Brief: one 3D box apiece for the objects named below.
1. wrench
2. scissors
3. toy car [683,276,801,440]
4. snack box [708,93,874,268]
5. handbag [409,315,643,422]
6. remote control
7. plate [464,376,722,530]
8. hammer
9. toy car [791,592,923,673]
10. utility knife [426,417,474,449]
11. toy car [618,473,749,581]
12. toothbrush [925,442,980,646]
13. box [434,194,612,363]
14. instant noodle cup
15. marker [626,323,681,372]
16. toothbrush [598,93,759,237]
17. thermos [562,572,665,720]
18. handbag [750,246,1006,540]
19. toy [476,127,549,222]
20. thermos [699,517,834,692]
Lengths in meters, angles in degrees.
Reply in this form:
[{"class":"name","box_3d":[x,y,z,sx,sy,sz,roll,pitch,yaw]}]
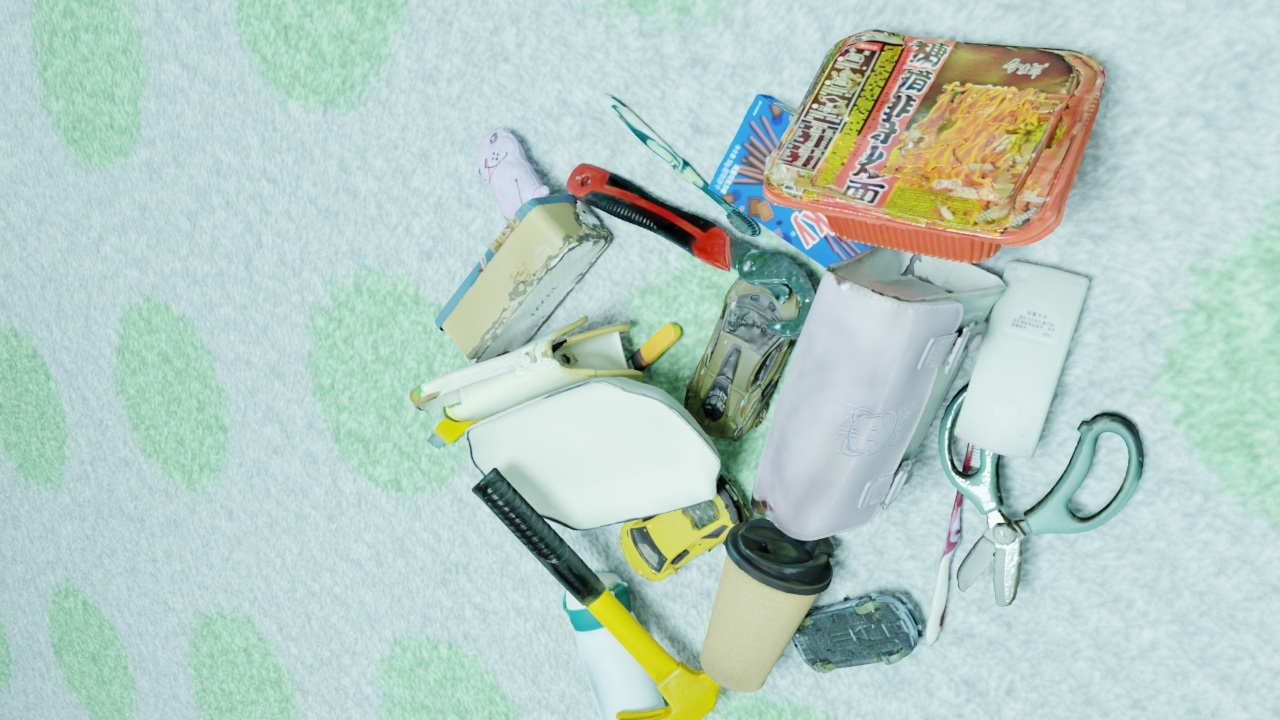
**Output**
[{"class":"wrench","box_3d":[0.038,-0.103,0.769,0.273,0.016,0.056,36,92,28]},{"class":"scissors","box_3d":[0.289,0.098,0.658,0.170,0.019,0.177,-1,88,26]},{"class":"toy car","box_3d":[0.086,-0.006,0.768,0.070,0.042,0.158,30,114,22]},{"class":"snack box","box_3d":[0.135,-0.130,0.711,0.157,0.026,0.085,38,119,19]},{"class":"handbag","box_3d":[-0.109,0.011,0.809,0.164,0.178,0.063,-24,75,40]},{"class":"remote control","box_3d":[0.268,0.000,0.648,0.056,0.019,0.135,18,98,27]},{"class":"plate","box_3d":[-0.043,0.080,0.814,0.267,0.034,0.162,-22,121,43]},{"class":"hammer","box_3d":[-0.044,0.218,0.849,0.129,0.033,0.300,-43,89,1]},{"class":"toy car","box_3d":[0.179,0.229,0.773,0.121,0.036,0.054,-32,85,44]},{"class":"utility knife","box_3d":[-0.177,0.047,0.964,0.174,0.015,0.033,-40,74,35]},{"class":"toy car","box_3d":[0.034,0.155,0.842,0.156,0.041,0.071,-40,79,35]},{"class":"toothbrush","box_3d":[0.247,0.143,0.719,0.017,0.016,0.188,12,108,19]},{"class":"box","box_3d":[-0.112,-0.069,0.847,0.185,0.089,0.062,-44,79,28]},{"class":"instant noodle cup","box_3d":[0.194,-0.137,0.608,0.189,0.164,0.079,17,154,29]},{"class":"marker","box_3d":[-0.005,0.005,0.844,0.124,0.015,0.018,-42,59,35]},{"class":"toothbrush","box_3d":[0.029,-0.166,0.775,0.191,0.018,0.016,44,121,15]},{"class":"thermos","box_3d":[-0.018,0.320,0.903,0.073,0.073,0.224,-16,93,34]},{"class":"handbag","box_3d":[0.162,0.023,0.652,0.098,0.144,0.197,36,125,33]},{"class":"toy","box_3d":[-0.122,-0.166,0.853,0.108,0.038,0.084,59,135,22]},{"class":"thermos","box_3d":[0.102,0.206,0.778,0.093,0.092,0.143,27,113,24]}]
